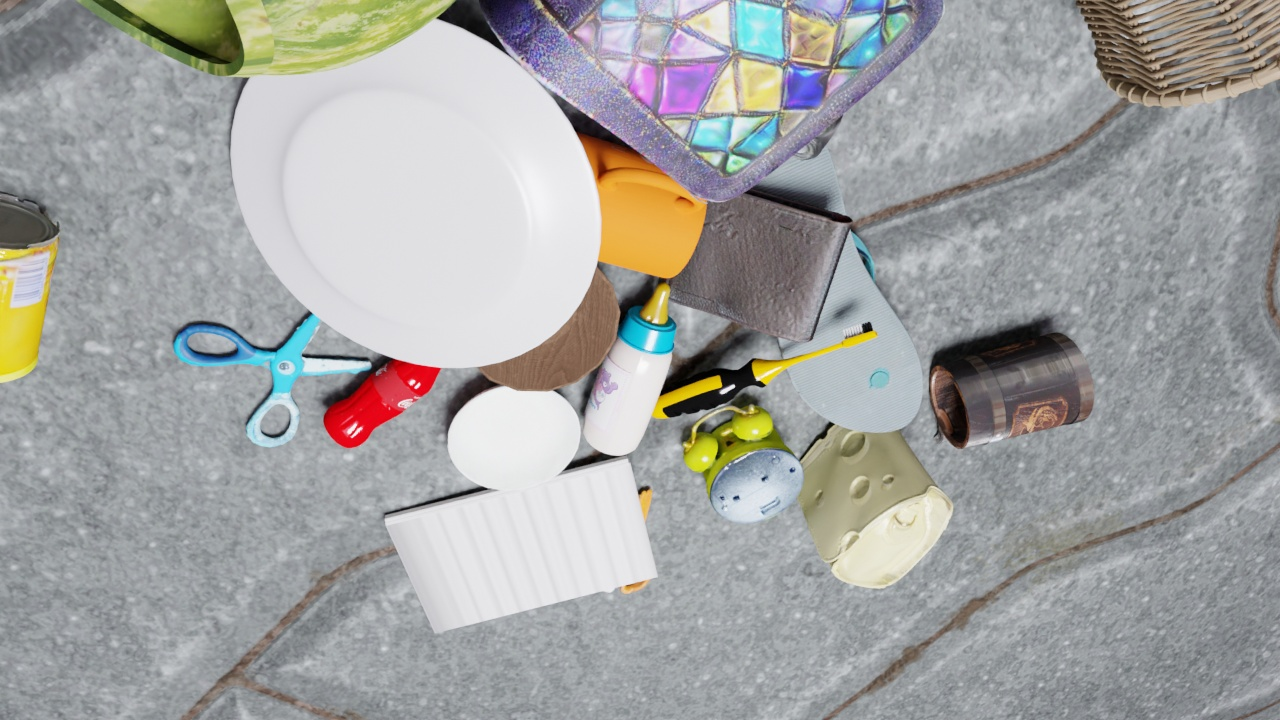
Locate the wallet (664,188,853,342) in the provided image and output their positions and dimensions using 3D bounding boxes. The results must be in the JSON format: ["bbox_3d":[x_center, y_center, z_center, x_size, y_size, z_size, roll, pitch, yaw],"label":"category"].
[{"bbox_3d":[0.081,-0.073,0.665,0.120,0.031,0.100,19,121,11],"label":"wallet"}]

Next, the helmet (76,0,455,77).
[{"bbox_3d":[-0.152,-0.255,0.396,0.246,0.213,0.243,-61,163,-18],"label":"helmet"}]

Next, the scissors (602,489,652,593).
[{"bbox_3d":[-0.011,0.165,0.835,0.064,0.013,0.128,3,122,-17],"label":"scissors"}]

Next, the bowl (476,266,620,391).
[{"bbox_3d":[-0.075,-0.034,0.676,0.117,0.030,0.118,-6,120,-11],"label":"bowl"}]

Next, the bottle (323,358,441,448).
[{"bbox_3d":[-0.181,0.019,0.681,0.119,0.036,0.036,-36,123,10],"label":"bottle"}]

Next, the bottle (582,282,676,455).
[{"bbox_3d":[-0.004,0.004,0.708,0.051,0.051,0.146,9,119,-20],"label":"bottle"}]

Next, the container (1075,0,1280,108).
[{"bbox_3d":[0.301,-0.291,0.500,0.196,0.226,0.227,32,110,-22],"label":"container"}]

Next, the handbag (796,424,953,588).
[{"bbox_3d":[0.196,0.115,0.791,0.081,0.119,0.111,20,119,-24],"label":"handbag"}]

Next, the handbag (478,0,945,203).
[{"bbox_3d":[0.032,-0.224,0.510,0.205,0.125,0.222,-39,130,18],"label":"handbag"}]

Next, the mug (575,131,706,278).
[{"bbox_3d":[-0.008,-0.105,0.602,0.096,0.113,0.077,13,83,-21],"label":"mug"}]

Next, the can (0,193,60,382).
[{"bbox_3d":[-0.404,-0.043,0.566,0.067,0.067,0.105,17,116,-23],"label":"can"}]

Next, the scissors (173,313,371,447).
[{"bbox_3d":[-0.271,0.003,0.664,0.137,0.011,0.134,30,113,-27],"label":"scissors"}]

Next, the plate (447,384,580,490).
[{"bbox_3d":[-0.101,0.056,0.731,0.104,0.026,0.104,-7,124,-10],"label":"plate"}]

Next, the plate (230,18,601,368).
[{"bbox_3d":[-0.145,-0.093,0.577,0.242,0.016,0.243,5,125,8],"label":"plate"}]

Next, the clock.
[{"bbox_3d":[0.087,0.085,0.779,0.083,0.057,0.119,-31,125,7],"label":"clock"}]

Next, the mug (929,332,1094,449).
[{"bbox_3d":[0.316,0.036,0.802,0.107,0.080,0.116,-14,151,-4],"label":"mug"}]

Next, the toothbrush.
[{"bbox_3d":[0.089,0.010,0.712,0.197,0.030,0.031,-20,160,28],"label":"toothbrush"}]

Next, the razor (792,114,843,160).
[{"bbox_3d":[0.142,-0.202,0.606,0.054,0.067,0.151,38,99,-29],"label":"razor"}]

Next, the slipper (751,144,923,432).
[{"bbox_3d":[0.138,-0.056,0.714,0.098,0.054,0.269,-26,114,8],"label":"slipper"}]

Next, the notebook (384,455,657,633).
[{"bbox_3d":[-0.099,0.164,0.804,0.210,0.009,0.143,-14,123,-2],"label":"notebook"}]
